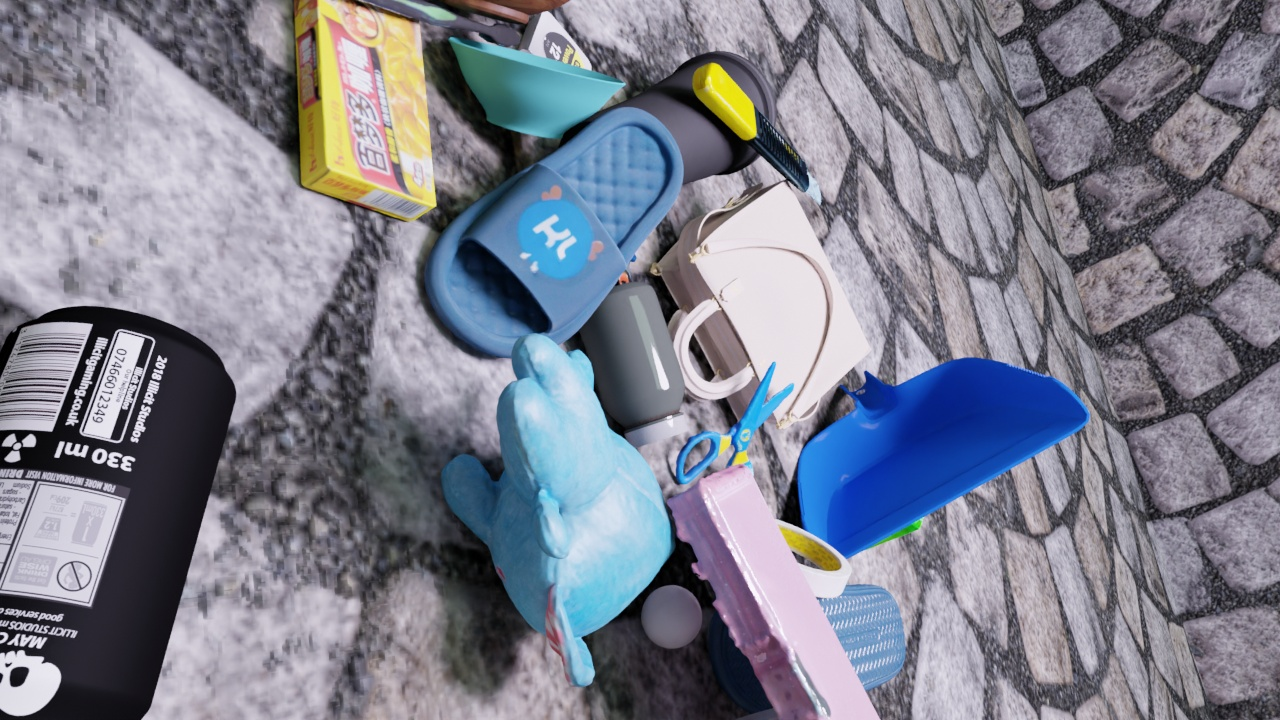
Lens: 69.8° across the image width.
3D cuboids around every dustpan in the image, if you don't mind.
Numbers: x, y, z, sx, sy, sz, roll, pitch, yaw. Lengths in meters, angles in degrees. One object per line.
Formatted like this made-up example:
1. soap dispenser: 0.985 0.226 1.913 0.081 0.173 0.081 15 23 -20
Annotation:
1. dustpan: 0.241 0.064 0.862 0.059 0.246 0.257 59 5 -9

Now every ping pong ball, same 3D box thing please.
1. ping pong ball: 0.020 0.168 0.602 0.040 0.040 0.040 29 51 -44

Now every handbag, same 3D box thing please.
1. handbag: 0.088 -0.030 0.769 0.197 0.101 0.194 -40 107 -42

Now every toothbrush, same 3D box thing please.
1. toothbrush: -0.137 -0.215 0.563 0.187 0.017 0.014 -10 108 -58

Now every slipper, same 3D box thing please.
1. slipper: 0.131 0.222 0.715 0.213 0.059 0.103 8 71 -38
2. slipper: -0.041 -0.084 0.585 0.213 0.059 0.104 -46 111 -26

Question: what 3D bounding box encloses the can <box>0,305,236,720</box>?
1. can: -0.198 0.060 0.319 0.080 0.080 0.145 32 49 -42

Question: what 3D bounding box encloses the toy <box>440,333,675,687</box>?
1. toy: -0.051 0.071 0.497 0.183 0.115 0.181 -84 160 -46

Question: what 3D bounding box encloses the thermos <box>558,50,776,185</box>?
1. thermos: 0.023 -0.182 0.743 0.217 0.106 0.106 -38 105 -49

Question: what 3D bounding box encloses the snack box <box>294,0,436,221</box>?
1. snack box: -0.161 -0.161 0.535 0.075 0.025 0.152 14 62 -51

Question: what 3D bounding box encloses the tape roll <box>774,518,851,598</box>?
1. tape roll: 0.115 0.149 0.706 0.094 0.094 0.019 8 107 -52

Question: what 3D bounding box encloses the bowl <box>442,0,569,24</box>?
1. bowl: -0.098 -0.265 0.612 0.147 0.147 0.069 -9 119 -55

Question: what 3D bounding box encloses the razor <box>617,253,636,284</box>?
1. razor: -0.006 -0.023 0.686 0.043 0.018 0.141 12 65 -71

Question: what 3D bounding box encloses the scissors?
1. scissors: 0.085 0.063 0.713 0.132 0.020 0.097 -40 125 -17

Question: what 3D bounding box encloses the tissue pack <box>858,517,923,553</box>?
1. tissue pack: 0.221 0.136 0.852 0.034 0.100 0.113 52 36 -6

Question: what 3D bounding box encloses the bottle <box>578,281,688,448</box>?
1. bottle: -0.004 0.004 0.637 0.060 0.060 0.108 -12 82 -56

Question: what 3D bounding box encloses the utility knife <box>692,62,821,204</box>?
1. utility knife: 0.103 -0.179 0.748 0.186 0.020 0.028 32 65 -42

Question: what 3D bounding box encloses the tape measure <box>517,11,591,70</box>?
1. tape measure: -0.067 -0.230 0.711 0.065 0.017 0.064 42 43 -34

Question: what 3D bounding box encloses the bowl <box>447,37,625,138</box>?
1. bowl: -0.074 -0.181 0.626 0.120 0.121 0.046 -16 125 -56

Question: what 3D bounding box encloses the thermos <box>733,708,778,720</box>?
1. thermos: 0.096 0.335 0.558 0.131 0.132 0.221 7 60 -53

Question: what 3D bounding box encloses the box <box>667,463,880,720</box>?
1. box: 0.100 0.174 0.571 0.232 0.051 0.180 62 9 9
